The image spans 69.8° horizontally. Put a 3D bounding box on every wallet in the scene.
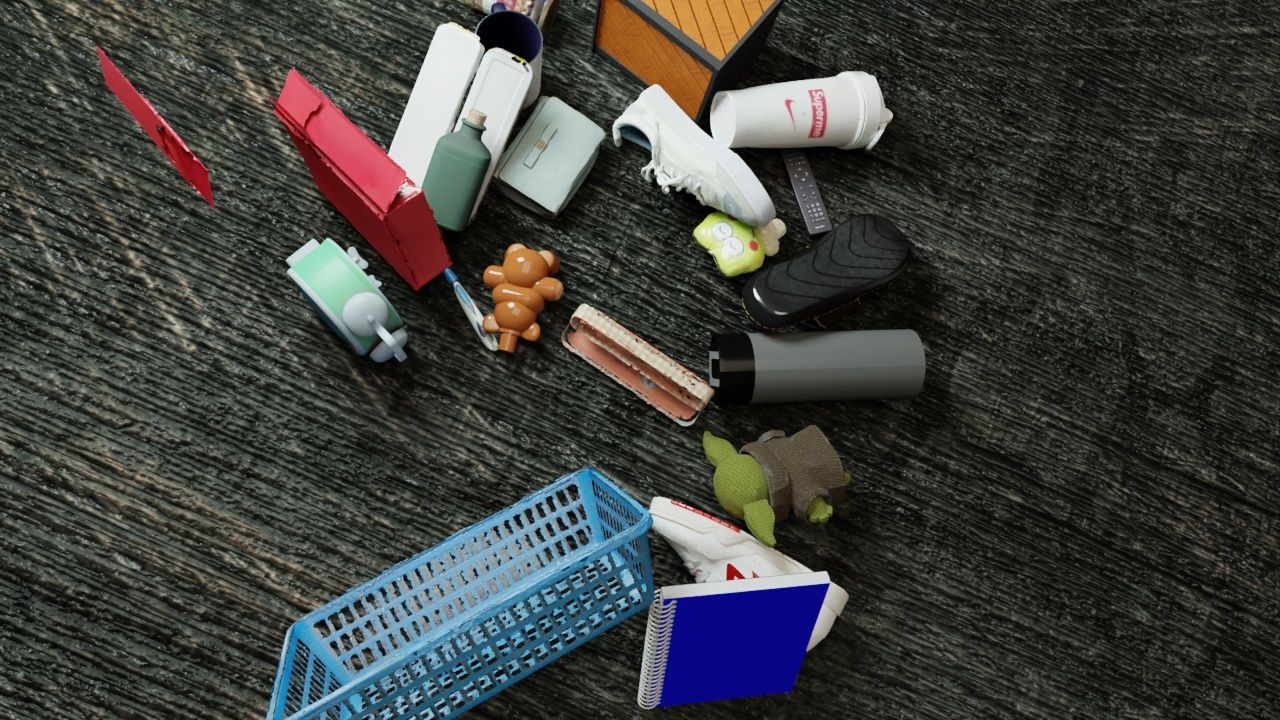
[{"bbox_3d":[-0.113,-0.246,1.113,0.100,0.054,0.131,29,79,1],"label":"wallet"}]

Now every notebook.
[{"bbox_3d":[0.088,0.288,0.932,0.171,0.210,0.022,-3,43,-9],"label":"notebook"}]

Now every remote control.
[{"bbox_3d":[0.206,-0.221,1.164,0.032,0.015,0.136,-14,76,-11],"label":"remote control"}]

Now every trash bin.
[{"bbox_3d":[0.054,-0.415,1.128,0.172,0.140,0.139,38,74,3],"label":"trash bin"}]

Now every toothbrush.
[{"bbox_3d":[-0.216,-0.090,1.074,0.016,0.017,0.189,-30,81,-15],"label":"toothbrush"}]

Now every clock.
[{"bbox_3d":[-0.304,-0.059,0.993,0.075,0.122,0.161,-43,66,-14],"label":"clock"}]

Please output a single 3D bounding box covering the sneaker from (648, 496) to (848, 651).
[{"bbox_3d":[0.100,0.242,1.004,0.236,0.090,0.104,30,82,-2],"label":"sneaker"}]

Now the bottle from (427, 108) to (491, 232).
[{"bbox_3d":[-0.204,-0.217,1.030,0.061,0.061,0.131,21,108,-10],"label":"bottle"}]

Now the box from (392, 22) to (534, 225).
[{"bbox_3d":[-0.215,-0.270,1.063,0.129,0.036,0.210,28,107,2],"label":"box"}]

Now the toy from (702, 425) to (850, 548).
[{"bbox_3d":[0.156,0.132,1.024,0.152,0.078,0.179,-13,39,-14],"label":"toy"}]

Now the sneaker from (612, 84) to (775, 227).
[{"bbox_3d":[0.058,-0.227,1.102,0.090,0.089,0.242,-41,67,-3],"label":"sneaker"}]

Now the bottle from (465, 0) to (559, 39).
[{"bbox_3d":[-0.161,-0.452,1.152,0.105,0.056,0.056,25,74,0],"label":"bottle"}]

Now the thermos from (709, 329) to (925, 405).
[{"bbox_3d":[0.200,0.007,1.071,0.240,0.082,0.082,-2,76,-8],"label":"thermos"}]

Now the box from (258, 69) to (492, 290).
[{"bbox_3d":[-0.296,-0.188,0.994,0.214,0.164,0.153,42,116,23],"label":"box"}]

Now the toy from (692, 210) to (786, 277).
[{"bbox_3d":[0.126,-0.153,1.121,0.115,0.046,0.092,-30,73,-22],"label":"toy"}]

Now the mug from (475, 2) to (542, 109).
[{"bbox_3d":[-0.163,-0.375,1.111,0.078,0.097,0.112,-12,78,-11],"label":"mug"}]

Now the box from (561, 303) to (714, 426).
[{"bbox_3d":[-0.005,0.005,1.052,0.187,0.083,0.042,34,62,4],"label":"box"}]

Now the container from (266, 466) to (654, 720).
[{"bbox_3d":[-0.162,0.244,0.892,0.361,0.257,0.089,-27,101,-13],"label":"container"}]

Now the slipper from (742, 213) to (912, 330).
[{"bbox_3d":[0.224,-0.099,1.102,0.267,0.076,0.113,-29,67,-29],"label":"slipper"}]

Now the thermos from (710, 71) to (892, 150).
[{"bbox_3d":[0.200,-0.301,1.133,0.220,0.099,0.099,-9,77,-18],"label":"thermos"}]

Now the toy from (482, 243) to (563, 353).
[{"bbox_3d":[-0.139,-0.071,1.065,0.095,0.065,0.127,12,83,4],"label":"toy"}]
